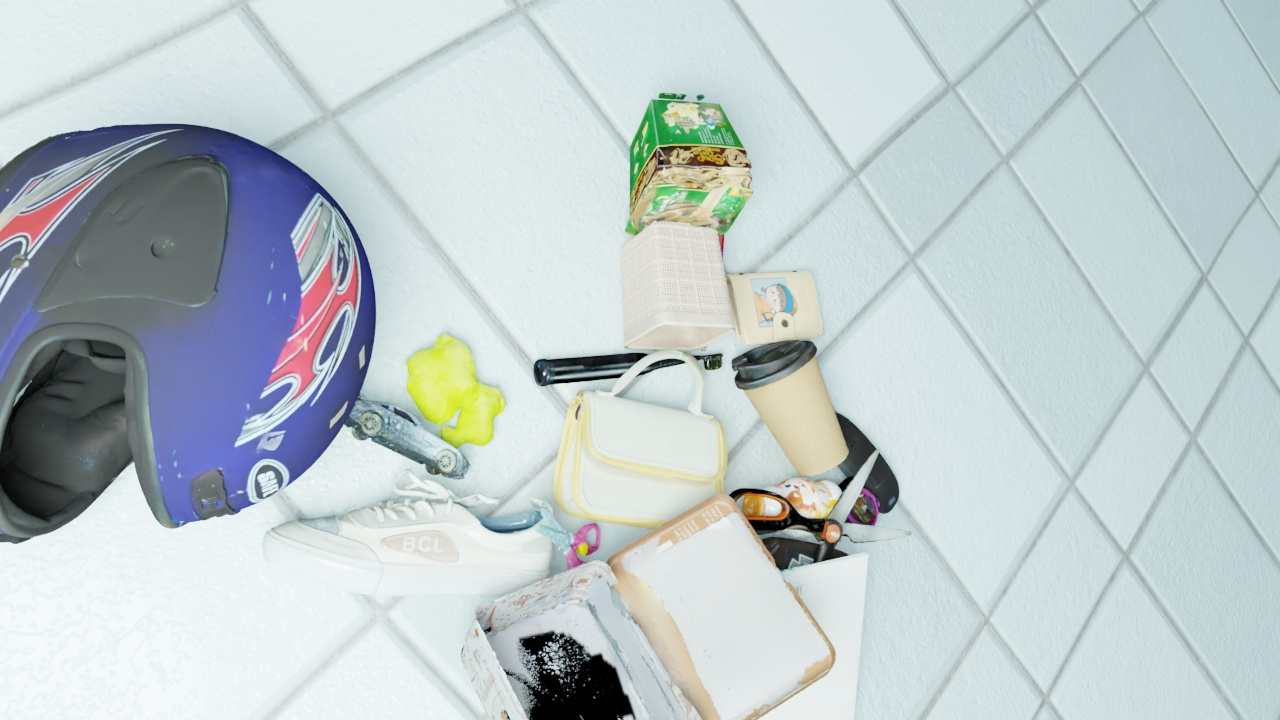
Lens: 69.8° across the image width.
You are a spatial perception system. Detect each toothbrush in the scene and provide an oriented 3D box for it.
[{"bbox_3d":[-0.005,0.005,0.923,0.212,0.026,0.027,-4,92,-30],"label":"toothbrush"}]

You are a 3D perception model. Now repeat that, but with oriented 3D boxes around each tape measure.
[{"bbox_3d":[0.231,0.163,1.003,0.057,0.039,0.058,-34,95,-30],"label":"tape measure"}]

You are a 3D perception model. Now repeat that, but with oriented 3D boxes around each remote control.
[{"bbox_3d":[0.250,0.115,1.034,0.136,0.024,0.053,50,62,-10],"label":"remote control"}]

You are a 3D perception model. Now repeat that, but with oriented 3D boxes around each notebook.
[{"bbox_3d":[0.159,0.300,0.905,0.150,0.012,0.209,-3,103,-29],"label":"notebook"}]

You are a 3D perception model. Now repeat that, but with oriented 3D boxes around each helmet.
[{"bbox_3d":[-0.316,-0.006,0.626,0.240,0.248,0.314,20,62,-3],"label":"helmet"}]

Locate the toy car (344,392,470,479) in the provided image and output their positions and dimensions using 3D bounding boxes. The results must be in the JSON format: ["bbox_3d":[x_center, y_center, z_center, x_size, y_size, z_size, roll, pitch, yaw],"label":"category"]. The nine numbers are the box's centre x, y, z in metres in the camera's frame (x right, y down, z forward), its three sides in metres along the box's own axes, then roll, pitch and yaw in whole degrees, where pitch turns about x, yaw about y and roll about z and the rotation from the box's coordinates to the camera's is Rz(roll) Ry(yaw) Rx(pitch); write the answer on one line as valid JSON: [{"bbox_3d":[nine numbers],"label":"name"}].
[{"bbox_3d":[-0.200,0.066,0.788,0.120,0.054,0.036,33,67,-18],"label":"toy car"}]

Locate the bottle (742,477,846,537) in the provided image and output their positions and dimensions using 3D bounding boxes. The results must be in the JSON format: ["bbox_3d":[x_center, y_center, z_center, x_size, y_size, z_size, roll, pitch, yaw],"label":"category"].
[{"bbox_3d":[0.160,0.153,0.954,0.108,0.063,0.063,7,75,-27],"label":"bottle"}]

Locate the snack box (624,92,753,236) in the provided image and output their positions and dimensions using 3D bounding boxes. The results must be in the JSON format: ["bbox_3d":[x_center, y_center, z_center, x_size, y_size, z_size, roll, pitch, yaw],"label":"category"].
[{"bbox_3d":[0.044,-0.202,0.951,0.118,0.118,0.105,-1,64,-19],"label":"snack box"}]

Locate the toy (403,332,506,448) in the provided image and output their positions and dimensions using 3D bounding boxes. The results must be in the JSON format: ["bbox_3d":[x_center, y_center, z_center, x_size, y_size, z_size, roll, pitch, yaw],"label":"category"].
[{"bbox_3d":[-0.169,0.030,0.826,0.100,0.031,0.096,26,69,-21],"label":"toy"}]

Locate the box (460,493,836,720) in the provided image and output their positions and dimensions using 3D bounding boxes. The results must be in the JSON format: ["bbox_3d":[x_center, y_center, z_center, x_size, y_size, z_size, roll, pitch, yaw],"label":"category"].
[{"bbox_3d":[0.009,0.239,0.754,0.258,0.111,0.179,-17,59,-33],"label":"box"}]

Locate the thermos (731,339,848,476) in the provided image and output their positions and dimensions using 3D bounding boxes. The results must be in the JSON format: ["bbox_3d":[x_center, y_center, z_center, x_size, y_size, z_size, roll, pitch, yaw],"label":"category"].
[{"bbox_3d":[0.163,0.047,0.971,0.092,0.093,0.143,-34,104,-30],"label":"thermos"}]

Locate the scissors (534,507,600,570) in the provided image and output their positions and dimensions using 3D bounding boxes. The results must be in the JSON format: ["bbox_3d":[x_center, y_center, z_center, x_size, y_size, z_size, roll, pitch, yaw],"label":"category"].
[{"bbox_3d":[-0.068,0.169,0.810,0.137,0.017,0.073,48,54,-62],"label":"scissors"}]

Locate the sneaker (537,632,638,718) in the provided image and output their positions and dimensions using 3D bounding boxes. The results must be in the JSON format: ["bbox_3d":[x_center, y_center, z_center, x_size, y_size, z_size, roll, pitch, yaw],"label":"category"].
[{"bbox_3d":[-0.061,0.347,0.777,0.118,0.088,0.240,3,76,-28],"label":"sneaker"}]

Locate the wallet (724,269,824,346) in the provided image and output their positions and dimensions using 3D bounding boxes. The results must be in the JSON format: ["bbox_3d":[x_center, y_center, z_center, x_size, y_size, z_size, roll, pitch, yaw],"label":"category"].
[{"bbox_3d":[0.150,-0.057,1.022,0.115,0.024,0.087,-5,76,-30],"label":"wallet"}]

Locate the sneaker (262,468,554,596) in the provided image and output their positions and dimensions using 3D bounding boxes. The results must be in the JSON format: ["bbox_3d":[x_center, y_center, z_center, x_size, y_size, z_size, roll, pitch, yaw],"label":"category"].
[{"bbox_3d":[-0.179,0.141,0.758,0.242,0.090,0.090,12,88,-29],"label":"sneaker"}]

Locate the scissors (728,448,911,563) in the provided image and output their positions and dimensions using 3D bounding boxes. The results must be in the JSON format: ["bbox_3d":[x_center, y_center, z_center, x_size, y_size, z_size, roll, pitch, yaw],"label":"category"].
[{"bbox_3d":[0.174,0.183,0.914,0.234,0.022,0.221,18,86,-22],"label":"scissors"}]

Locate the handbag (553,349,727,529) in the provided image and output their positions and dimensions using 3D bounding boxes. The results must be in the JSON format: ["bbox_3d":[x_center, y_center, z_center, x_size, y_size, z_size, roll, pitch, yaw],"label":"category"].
[{"bbox_3d":[0.009,0.071,0.886,0.163,0.063,0.178,13,78,-26],"label":"handbag"}]

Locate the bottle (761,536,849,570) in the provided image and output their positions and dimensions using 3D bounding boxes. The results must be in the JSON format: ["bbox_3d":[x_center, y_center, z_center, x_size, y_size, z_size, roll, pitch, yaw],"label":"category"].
[{"bbox_3d":[0.131,0.219,0.935,0.194,0.044,0.079,14,80,-23],"label":"bottle"}]

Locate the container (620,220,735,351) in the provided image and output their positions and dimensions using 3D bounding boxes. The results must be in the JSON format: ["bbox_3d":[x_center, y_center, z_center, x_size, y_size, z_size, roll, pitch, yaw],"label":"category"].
[{"bbox_3d":[0.033,-0.074,0.926,0.090,0.090,0.110,2,75,-28],"label":"container"}]

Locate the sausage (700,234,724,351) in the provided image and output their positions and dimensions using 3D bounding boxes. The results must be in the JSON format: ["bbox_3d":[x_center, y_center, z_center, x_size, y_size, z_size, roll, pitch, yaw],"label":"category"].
[{"bbox_3d":[0.077,-0.083,0.990,0.020,0.020,0.155,14,72,-25],"label":"sausage"}]
